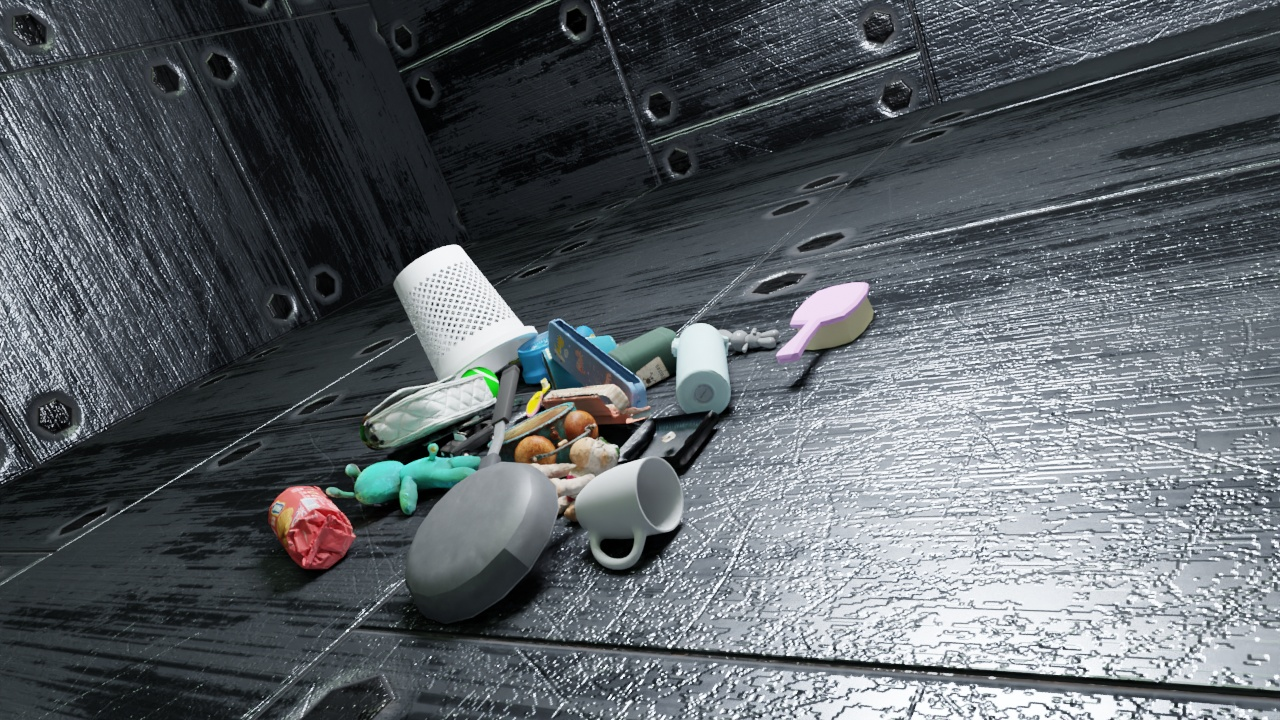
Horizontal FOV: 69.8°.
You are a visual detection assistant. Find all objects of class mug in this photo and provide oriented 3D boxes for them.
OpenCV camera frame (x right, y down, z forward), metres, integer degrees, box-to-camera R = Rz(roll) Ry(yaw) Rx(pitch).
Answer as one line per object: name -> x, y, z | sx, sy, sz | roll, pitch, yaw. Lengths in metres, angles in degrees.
mug -> -0.019, 0.150, 0.867 | 0.090, 0.071, 0.107 | -20, 42, 36
mug -> -0.083, 0.012, 1.353 | 0.104, 0.084, 0.112 | -20, -13, -9

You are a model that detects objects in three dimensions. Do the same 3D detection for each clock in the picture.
clock -> -0.106, 0.105, 1.074 | 0.121, 0.073, 0.158 | -29, 7, -26
clock -> -0.134, -0.012, 1.501 | 0.162, 0.060, 0.116 | -8, 20, 46

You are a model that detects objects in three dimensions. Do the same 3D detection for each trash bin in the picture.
trash bin -> -0.309, -0.076, 1.557 | 0.195, 0.199, 0.195 | -33, -7, -4

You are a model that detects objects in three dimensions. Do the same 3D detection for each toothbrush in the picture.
toothbrush -> -0.155, 0.056, 1.391 | 0.021, 0.016, 0.135 | -13, 17, 9

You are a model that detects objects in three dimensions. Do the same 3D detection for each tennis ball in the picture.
tennis ball -> -0.261, 0.043, 1.476 | 0.065, 0.065, 0.065 | -19, 17, 6

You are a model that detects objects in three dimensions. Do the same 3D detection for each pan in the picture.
pan -> -0.162, 0.115, 0.970 | 0.179, 0.041, 0.356 | -28, 31, 20

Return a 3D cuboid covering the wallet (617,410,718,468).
wallet -> 0.029, 0.093, 1.032 | 0.089, 0.026, 0.114 | -11, 19, 34

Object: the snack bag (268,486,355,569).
snack bag -> -0.409, 0.204, 1.139 | 0.082, 0.082, 0.177 | -29, 18, -24

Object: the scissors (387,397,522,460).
scissors -> -0.279, 0.104, 1.369 | 0.202, 0.015, 0.201 | -22, 1, 32

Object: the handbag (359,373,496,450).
handbag -> -0.311, 0.070, 1.361 | 0.139, 0.072, 0.194 | -24, 0, 17

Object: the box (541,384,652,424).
box -> -0.057, 0.062, 1.154 | 0.187, 0.085, 0.048 | -6, 46, 58

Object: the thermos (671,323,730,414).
thermos -> 0.078, 0.007, 1.174 | 0.078, 0.065, 0.206 | 0, 19, 3

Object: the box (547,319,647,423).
box -> -0.065, 0.012, 1.217 | 0.037, 0.066, 0.209 | -26, 42, -28

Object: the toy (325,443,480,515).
toy -> -0.304, 0.150, 1.199 | 0.193, 0.072, 0.130 | -10, 18, 6

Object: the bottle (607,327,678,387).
bottle -> -0.008, 0.008, 1.285 | 0.131, 0.061, 0.061 | -26, 20, -17

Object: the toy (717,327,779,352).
toy -> 0.139, -0.027, 1.272 | 0.112, 0.030, 0.049 | -3, 39, 34

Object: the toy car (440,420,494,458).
toy car -> -0.236, 0.109, 1.286 | 0.092, 0.037, 0.040 | -33, 20, -34

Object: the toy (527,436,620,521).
toy -> -0.065, 0.120, 0.974 | 0.105, 0.074, 0.085 | -37, 15, -17

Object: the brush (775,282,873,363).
brush -> 0.230, -0.038, 1.168 | 0.089, 0.043, 0.228 | -9, 20, 35
